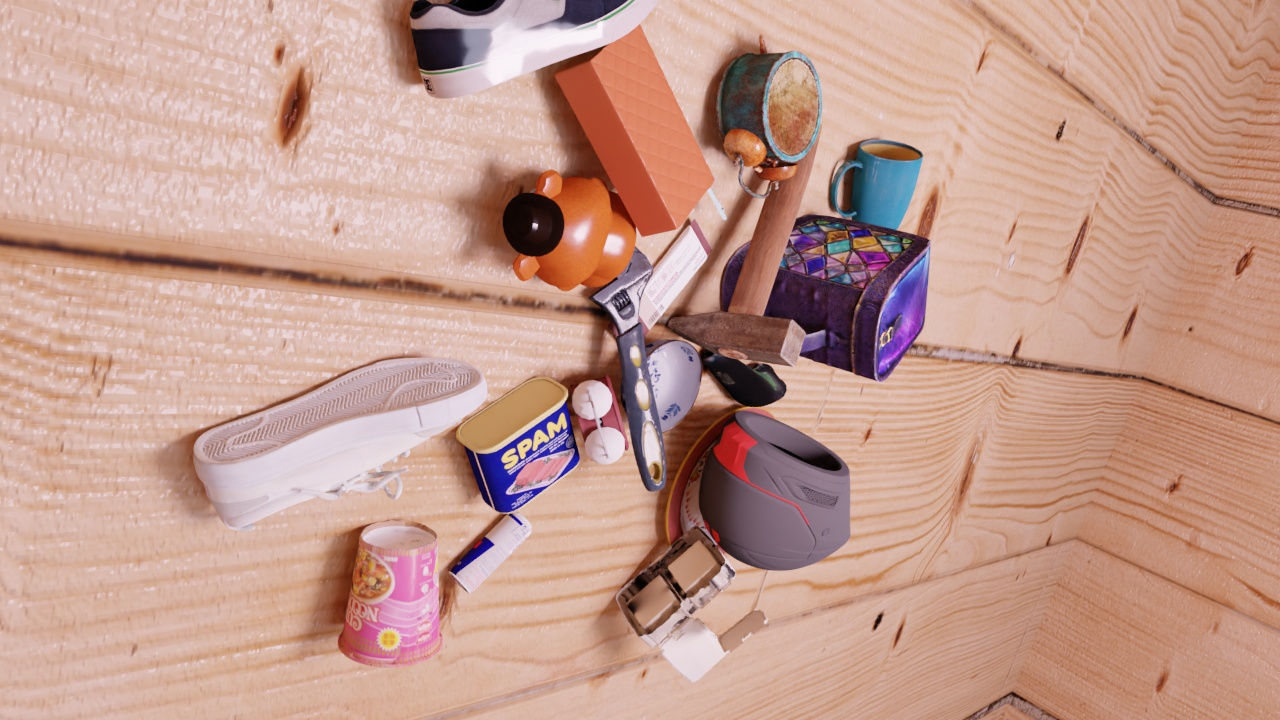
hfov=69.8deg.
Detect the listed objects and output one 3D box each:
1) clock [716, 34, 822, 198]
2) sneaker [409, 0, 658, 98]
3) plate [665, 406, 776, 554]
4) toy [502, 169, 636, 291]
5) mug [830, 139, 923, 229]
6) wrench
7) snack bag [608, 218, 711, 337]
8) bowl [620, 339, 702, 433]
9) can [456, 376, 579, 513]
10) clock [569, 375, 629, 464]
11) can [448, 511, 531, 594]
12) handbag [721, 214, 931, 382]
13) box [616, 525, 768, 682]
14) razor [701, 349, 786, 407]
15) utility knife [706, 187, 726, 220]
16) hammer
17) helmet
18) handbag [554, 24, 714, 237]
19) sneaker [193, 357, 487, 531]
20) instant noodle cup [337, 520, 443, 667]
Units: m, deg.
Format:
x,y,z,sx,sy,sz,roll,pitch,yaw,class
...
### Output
x,y,z,sx,sy,sz,roll,pitch,yaw,class
0.132,-0.255,0.994,0.121,0.073,0.157,16,87,-49,clock
-0.080,-0.294,0.749,0.234,0.084,0.079,-33,130,-26,sneaker
0.111,0.165,1.232,0.229,0.021,0.230,-23,125,-37,plate
-0.062,-0.118,0.851,0.176,0.096,0.112,-10,120,-75,toy
0.301,-0.224,1.195,0.112,0.084,0.104,-5,123,-14,mug
-0.005,0.006,0.967,0.073,0.022,0.273,-14,99,-25,wrench
0.023,-0.083,1.018,0.157,0.013,0.057,-52,140,-13,snack bag
0.015,0.024,1.040,0.114,0.045,0.114,-22,124,-37,bowl
-0.119,0.087,0.926,0.116,0.056,0.092,-35,133,-29,can
-0.042,0.061,0.952,0.044,0.124,0.087,-16,93,-2,clock
-0.156,0.200,0.963,0.095,0.032,0.032,-44,136,-21,can
0.222,-0.071,1.091,0.221,0.205,0.126,-36,132,-37,handbag
0.080,0.322,1.119,0.143,0.193,0.106,-41,120,-1,box
0.128,0.016,1.161,0.151,0.054,0.067,34,57,-41,razor
0.059,-0.209,0.969,0.151,0.015,0.022,56,41,-35,utility knife
0.143,-0.145,1.045,0.037,0.158,0.300,34,71,-49,hammer
0.167,0.177,1.152,0.264,0.164,0.170,17,108,-41,helmet
-0.001,-0.219,0.863,0.108,0.060,0.172,-53,124,-38,handbag
-0.241,0.071,0.774,0.241,0.089,0.091,-21,129,-30,sneaker
-0.229,0.213,0.855,0.097,0.098,0.109,-4,106,-45,instant noodle cup
